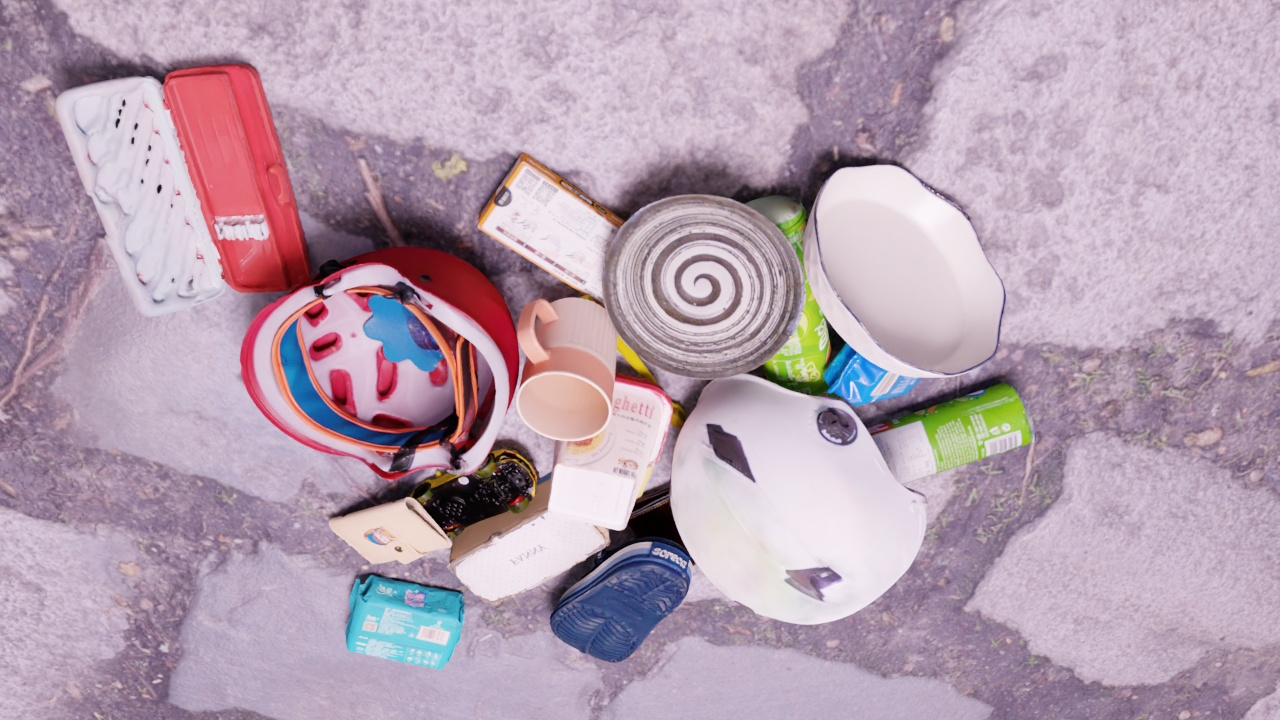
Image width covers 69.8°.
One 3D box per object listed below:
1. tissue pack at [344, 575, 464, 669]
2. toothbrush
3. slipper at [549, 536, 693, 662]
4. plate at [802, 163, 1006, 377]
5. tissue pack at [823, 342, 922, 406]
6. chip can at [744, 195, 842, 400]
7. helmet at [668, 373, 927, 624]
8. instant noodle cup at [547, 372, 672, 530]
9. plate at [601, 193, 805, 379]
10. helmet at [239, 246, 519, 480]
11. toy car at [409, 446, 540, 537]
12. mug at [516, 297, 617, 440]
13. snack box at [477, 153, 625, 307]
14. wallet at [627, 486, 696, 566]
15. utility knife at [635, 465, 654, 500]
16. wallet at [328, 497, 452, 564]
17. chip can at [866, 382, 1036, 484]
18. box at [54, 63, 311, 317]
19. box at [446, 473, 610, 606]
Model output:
[{"bbox_3d":[-0.271,0.300,1.053,0.133,0.050,0.093,16,120,-13],"label":"tissue pack"},{"bbox_3d":[-0.005,0.005,0.900,0.016,0.016,0.190,-17,131,28],"label":"toothbrush"},{"bbox_3d":[-0.021,0.252,1.017,0.105,0.095,0.254,29,137,-6],"label":"slipper"},{"bbox_3d":[0.224,-0.074,0.793,0.204,0.204,0.046,23,146,-17],"label":"plate"},{"bbox_3d":[0.239,-0.009,0.878,0.156,0.052,0.095,-6,134,-51],"label":"tissue pack"},{"bbox_3d":[0.137,-0.046,0.863,0.072,0.072,0.221,-16,122,5],"label":"chip can"},{"bbox_3d":[0.122,0.149,0.873,0.258,0.145,0.230,45,142,3],"label":"helmet"},{"bbox_3d":[-0.037,0.087,0.884,0.116,0.124,0.117,14,131,1],"label":"instant noodle cup"},{"bbox_3d":[0.055,-0.064,0.807,0.179,0.024,0.180,6,121,11],"label":"plate"},{"bbox_3d":[-0.215,-0.010,0.821,0.240,0.143,0.207,-1,121,16],"label":"helmet"},{"bbox_3d":[-0.180,0.140,0.967,0.156,0.041,0.071,-26,118,22],"label":"toy car"},{"bbox_3d":[-0.070,-0.004,0.814,0.082,0.105,0.114,-20,128,21],"label":"mug"},{"bbox_3d":[-0.064,-0.113,0.833,0.153,0.026,0.075,31,114,-21],"label":"snack box"},{"bbox_3d":[0.045,0.187,1.024,0.096,0.020,0.122,-24,128,10],"label":"wallet"},{"bbox_3d":[-0.003,0.120,0.984,0.031,0.018,0.167,15,117,-9],"label":"utility knife"},{"bbox_3d":[-0.266,0.187,0.984,0.115,0.024,0.087,-19,127,27],"label":"wallet"},{"bbox_3d":[0.281,0.092,0.957,0.236,0.072,0.072,-19,121,7],"label":"chip can"},{"bbox_3d":[-0.375,-0.141,0.775,0.161,0.059,0.201,-13,123,-14],"label":"box"},{"bbox_3d":[-0.115,0.188,0.994,0.184,0.062,0.090,-29,120,11],"label":"box"}]
